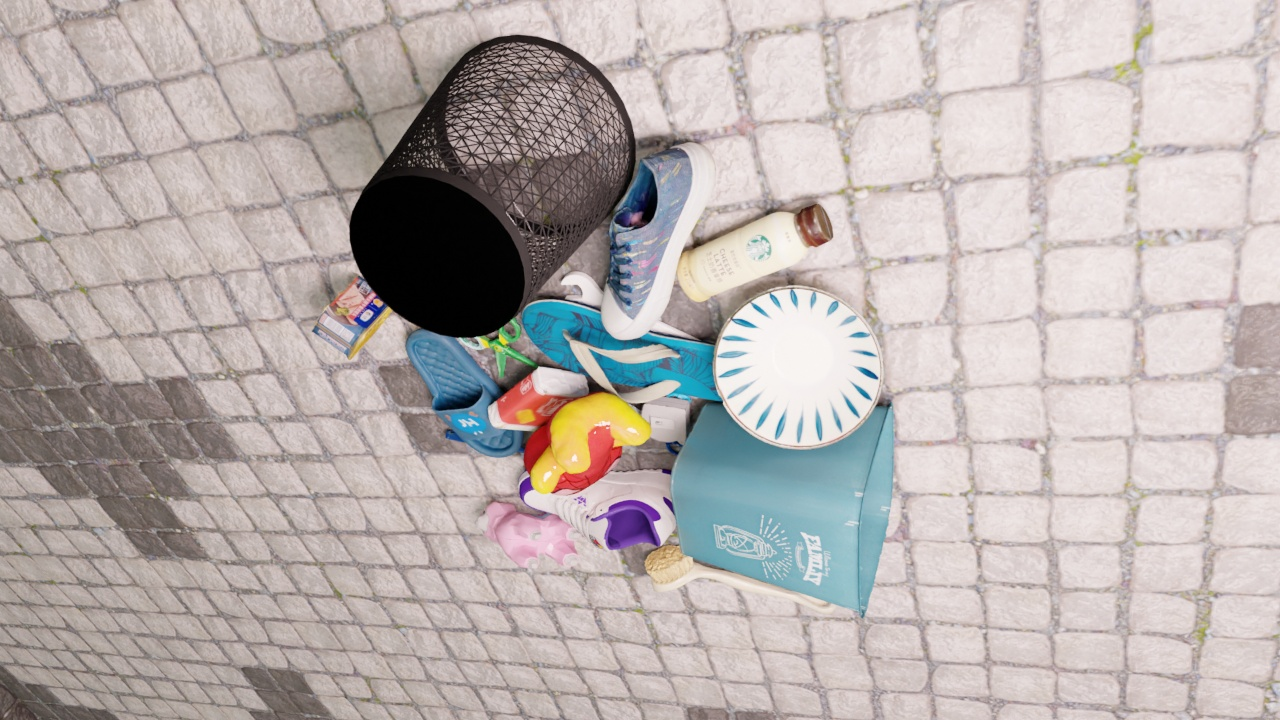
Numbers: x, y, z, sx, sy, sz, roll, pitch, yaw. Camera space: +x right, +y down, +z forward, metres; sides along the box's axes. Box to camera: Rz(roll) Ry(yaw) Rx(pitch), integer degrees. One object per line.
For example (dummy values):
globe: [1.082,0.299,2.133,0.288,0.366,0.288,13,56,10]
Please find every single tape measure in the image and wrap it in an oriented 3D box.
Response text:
tape measure: [0.031,0.074,1.125,0.062,0.020,0.060,9,130,15]

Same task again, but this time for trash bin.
trash bin: [-0.141,-0.157,0.869,0.217,0.242,0.217,10,130,12]
trash bin: [0.167,0.153,1.058,0.219,0.198,0.197,7,129,23]

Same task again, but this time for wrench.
wrench: [0.032,-0.032,1.065,0.273,0.009,0.047,25,132,-1]

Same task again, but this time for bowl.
bowl: [0.171,0.001,0.987,0.177,0.070,0.177,5,106,16]

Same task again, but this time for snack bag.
snack bag: [-0.129,0.050,1.151,0.077,0.036,0.116,10,145,-43]

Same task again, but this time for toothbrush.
toothbrush: [-0.178,0.115,1.256,0.190,0.016,0.017,9,122,13]

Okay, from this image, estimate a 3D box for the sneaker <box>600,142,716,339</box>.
sneaker: [-0.005,-0.119,0.942,0.087,0.079,0.236,54,135,34]

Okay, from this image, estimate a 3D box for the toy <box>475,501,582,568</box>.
toy: [-0.158,0.242,1.299,0.123,0.158,0.067,3,98,-31]

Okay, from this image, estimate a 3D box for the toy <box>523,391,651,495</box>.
toy: [-0.075,0.105,1.126,0.217,0.147,0.098,133,120,-66]

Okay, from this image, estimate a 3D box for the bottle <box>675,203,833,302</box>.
bottle: [0.116,-0.112,0.939,0.162,0.056,0.056,-21,118,32]

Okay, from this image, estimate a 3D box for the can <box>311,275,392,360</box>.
can: [-0.350,-0.054,1.124,0.059,0.099,0.054,36,130,-9]

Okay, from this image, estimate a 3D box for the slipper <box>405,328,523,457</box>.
slipper: [-0.236,0.050,1.196,0.104,0.059,0.214,-16,119,31]

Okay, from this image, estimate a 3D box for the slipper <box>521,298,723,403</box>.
slipper: [-0.006,0.006,1.068,0.295,0.060,0.118,14,142,12]

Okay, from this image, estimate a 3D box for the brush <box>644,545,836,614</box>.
brush: [0.138,0.313,1.284,0.272,0.061,0.077,10,135,6]

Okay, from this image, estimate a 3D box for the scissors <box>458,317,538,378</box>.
scissors: [-0.178,-0.020,1.141,0.131,0.011,0.126,22,140,10]

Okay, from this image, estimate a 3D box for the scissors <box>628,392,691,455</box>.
scissors: [0.023,0.083,1.158,0.128,0.014,0.133,-25,117,34]

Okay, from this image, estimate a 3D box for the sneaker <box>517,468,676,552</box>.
sneaker: [-0.060,0.203,1.221,0.244,0.110,0.092,0,128,19]
